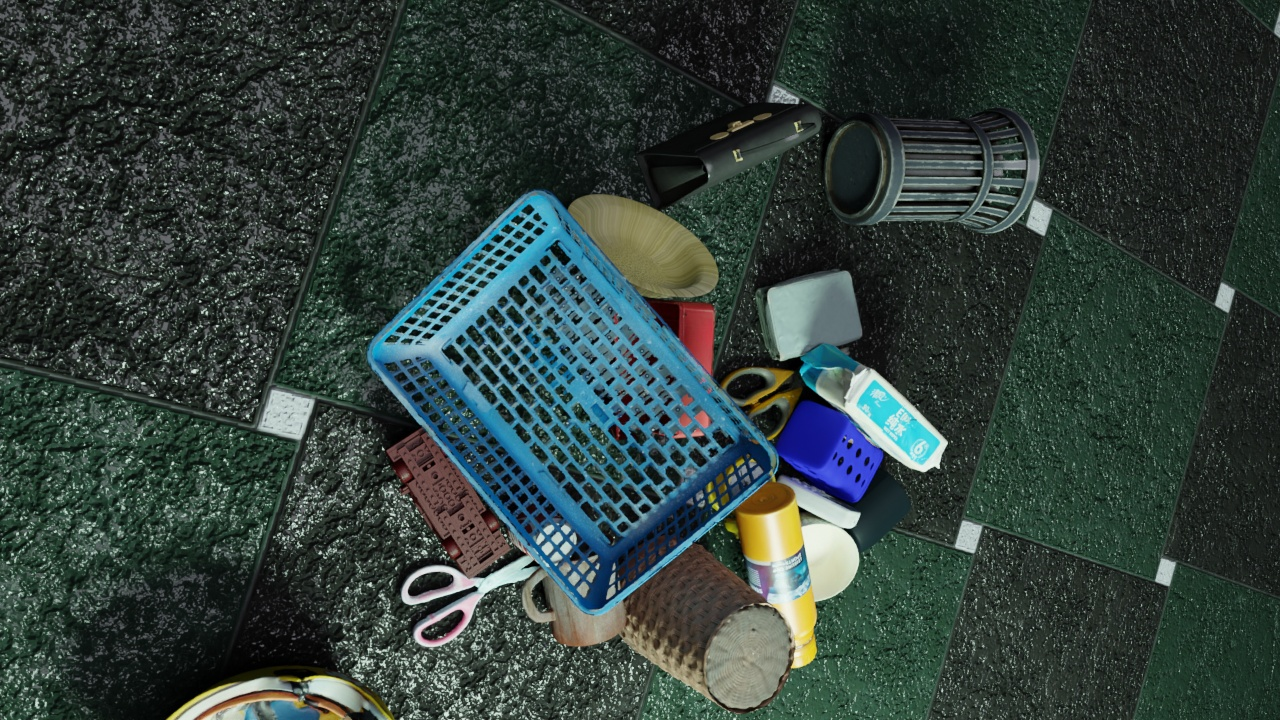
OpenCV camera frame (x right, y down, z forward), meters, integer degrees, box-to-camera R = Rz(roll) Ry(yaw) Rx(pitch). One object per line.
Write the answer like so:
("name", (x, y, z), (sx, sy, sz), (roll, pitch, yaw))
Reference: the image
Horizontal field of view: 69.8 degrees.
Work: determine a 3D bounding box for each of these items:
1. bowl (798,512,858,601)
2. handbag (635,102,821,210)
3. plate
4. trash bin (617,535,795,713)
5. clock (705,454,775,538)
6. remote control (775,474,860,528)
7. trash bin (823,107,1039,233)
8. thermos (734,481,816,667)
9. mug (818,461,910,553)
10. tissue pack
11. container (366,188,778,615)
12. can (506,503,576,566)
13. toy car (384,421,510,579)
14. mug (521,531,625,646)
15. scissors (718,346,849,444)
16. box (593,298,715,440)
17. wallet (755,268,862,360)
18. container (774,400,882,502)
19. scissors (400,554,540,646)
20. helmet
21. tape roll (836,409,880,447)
("bowl", (0.221, 0.250, 1.201), (0.115, 0.062, 0.115), (-1, 109, -4))
("handbag", (0.122, -0.244, 1.045), (0.175, 0.196, 0.072), (-29, 107, -22))
("plate", (-0.003, -0.118, 1.034), (0.184, 0.184, 0.036), (9, 129, -27))
("trash bin", (0.074, 0.301, 1.064), (0.151, 0.210, 0.151), (-3, 96, -28))
("clock", (0.132, 0.170, 1.165), (0.083, 0.057, 0.119), (-25, 99, -23))
("remote control", (0.227, 0.181, 1.187), (0.060, 0.114, 0.028), (19, 96, -57))
("trash bin", (0.369, -0.247, 1.195), (0.227, 0.164, 0.164), (-4, 97, -23))
("thermos", (0.163, 0.270, 1.127), (0.091, 0.076, 0.233), (-18, 112, -12))
("mug", (0.289, 0.189, 1.242), (0.094, 0.085, 0.121), (-38, 82, -19))
("tissue pack", (0.300, 0.064, 1.171), (0.209, 0.117, 0.066), (40, 90, -27))
("container", (-0.066, 0.041, 0.936), (0.257, 0.089, 0.362), (-41, 88, 11))
("can", (-0.112, 0.192, 1.022), (0.054, 0.097, 0.054), (-3, 96, -27))
("toy car", (-0.210, 0.147, 0.988), (0.070, 0.062, 0.170), (-34, 109, -21))
("mug", (-0.079, 0.265, 1.047), (0.122, 0.096, 0.110), (-16, 98, -32))
("scissors", (0.194, 0.019, 1.204), (0.228, 0.016, 0.114), (-33, 91, -30))
("box", (0.012, 0.005, 1.052), (0.126, 0.137, 0.157), (-3, 98, -18))
("wallet", (0.217, -0.060, 1.193), (0.131, 0.054, 0.100), (-14, 93, -23))
("container", (0.243, 0.117, 1.182), (0.113, 0.085, 0.084), (39, 77, -46))
("scissors", (-0.186, 0.244, 1.037), (0.178, 0.016, 0.101), (-28, 106, -22))
("helmet", (-0.353, 0.391, 0.899), (0.240, 0.140, 0.209), (22, 85, -14))
("tape roll", (0.317, 0.073, 1.268), (0.093, 0.027, 0.094), (-3, 96, -27))
